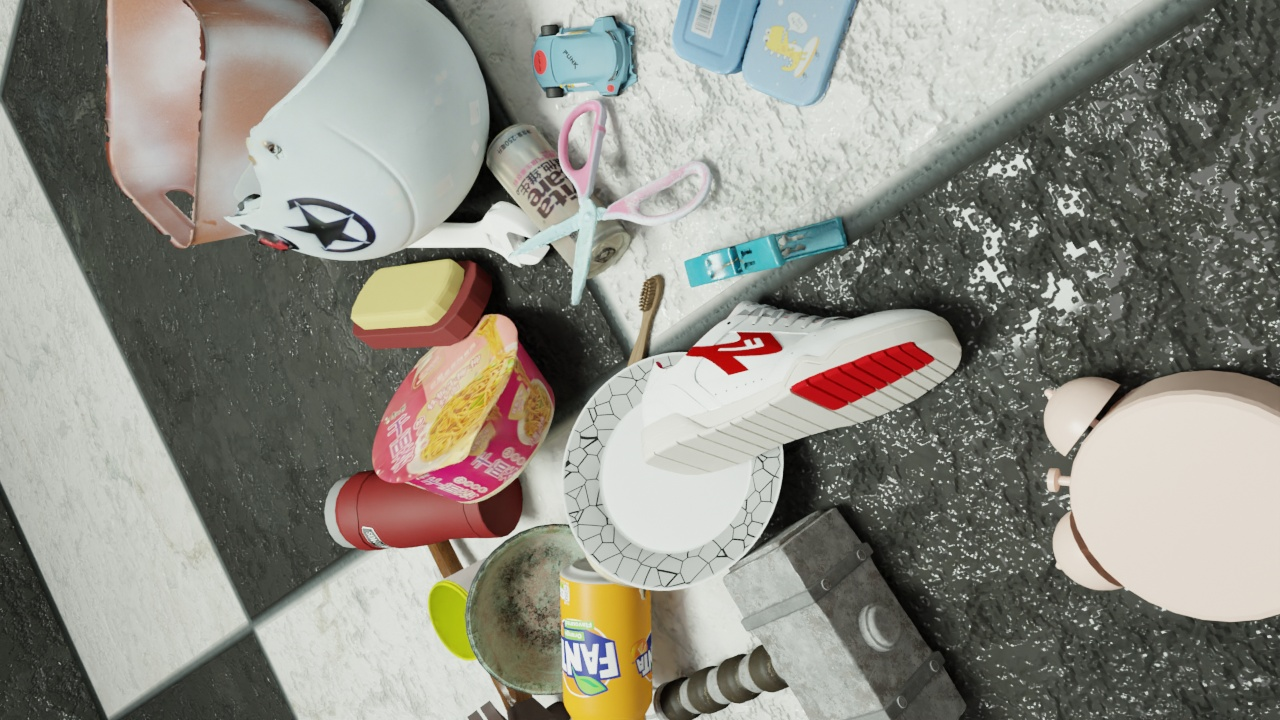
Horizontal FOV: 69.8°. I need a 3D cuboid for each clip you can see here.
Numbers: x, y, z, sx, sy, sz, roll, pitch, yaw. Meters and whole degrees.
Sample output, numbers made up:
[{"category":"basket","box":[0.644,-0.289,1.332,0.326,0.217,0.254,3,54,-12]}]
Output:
[{"category":"clip","box":[0.086,-0.077,0.658,0.121,0.103,0.027,-10,95,49]}]

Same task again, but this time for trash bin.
[{"category":"trash bin","box":[-0.437,-0.272,0.958,0.181,0.157,0.260,38,127,24]}]

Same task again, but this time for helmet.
[{"category":"helmet","box":[-0.224,-0.184,0.785,0.163,0.236,0.265,29,153,-19]}]

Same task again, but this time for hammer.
[{"category":"hammer","box":[0.088,0.259,0.752,0.177,0.079,0.327,57,137,10]},{"category":"hammer","box":[-0.181,0.265,0.977,0.033,0.115,0.323,-40,68,19]}]

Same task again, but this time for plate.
[{"category":"plate","box":[0.024,0.086,0.726,0.189,0.016,0.188,-9,68,24]}]

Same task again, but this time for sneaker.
[{"category":"sneaker","box":[0.098,-0.003,0.647,0.237,0.090,0.104,-27,57,34]}]

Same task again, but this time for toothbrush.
[{"category":"toothbrush","box":[-0.005,0.005,0.777,0.016,0.016,0.167,31,123,31]}]

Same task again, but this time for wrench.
[{"category":"wrench","box":[-0.186,-0.119,0.872,0.274,0.018,0.066,8,146,42]}]

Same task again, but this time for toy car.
[{"category":"toy car","box":[-0.053,-0.238,0.726,0.108,0.027,0.060,10,111,38]}]

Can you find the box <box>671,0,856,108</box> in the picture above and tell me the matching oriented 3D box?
[{"category":"box","box":[0.094,-0.281,0.590,0.125,0.020,0.209,34,125,28]}]

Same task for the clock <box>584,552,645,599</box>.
[{"category":"clock","box":[-0.017,0.142,0.789,0.141,0.092,0.055,34,131,37]}]

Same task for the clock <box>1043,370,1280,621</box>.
[{"category":"clock","box":[0.303,0.076,0.499,0.161,0.086,0.131,3,107,46]}]

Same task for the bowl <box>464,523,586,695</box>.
[{"category":"bowl","box":[-0.085,0.226,0.853,0.038,0.157,0.157,-172,66,-74]}]

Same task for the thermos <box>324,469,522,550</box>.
[{"category":"thermos","box":[-0.222,0.139,0.947,0.199,0.107,0.084,-9,139,27]}]

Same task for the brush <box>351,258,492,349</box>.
[{"category":"brush","box":[-0.220,-0.058,0.891,0.174,0.082,0.042,-1,148,41]}]

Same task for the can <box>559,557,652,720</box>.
[{"category":"can","box":[-0.030,0.248,0.806,0.079,0.079,0.142,1,93,40]}]

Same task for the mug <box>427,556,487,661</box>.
[{"category":"mug","box":[-0.145,0.238,0.916,0.083,0.105,0.083,15,114,37]}]

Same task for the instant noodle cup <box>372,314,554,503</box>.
[{"category":"instant noodle cup","box":[-0.152,0.052,0.828,0.179,0.178,0.077,-10,138,42]}]

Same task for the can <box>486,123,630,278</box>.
[{"category":"can","box":[-0.070,-0.134,0.759,0.135,0.054,0.054,50,130,16]}]

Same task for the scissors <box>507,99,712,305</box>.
[{"category":"scissors","box":[-0.022,-0.124,0.704,0.173,0.013,0.170,3,76,20]}]
